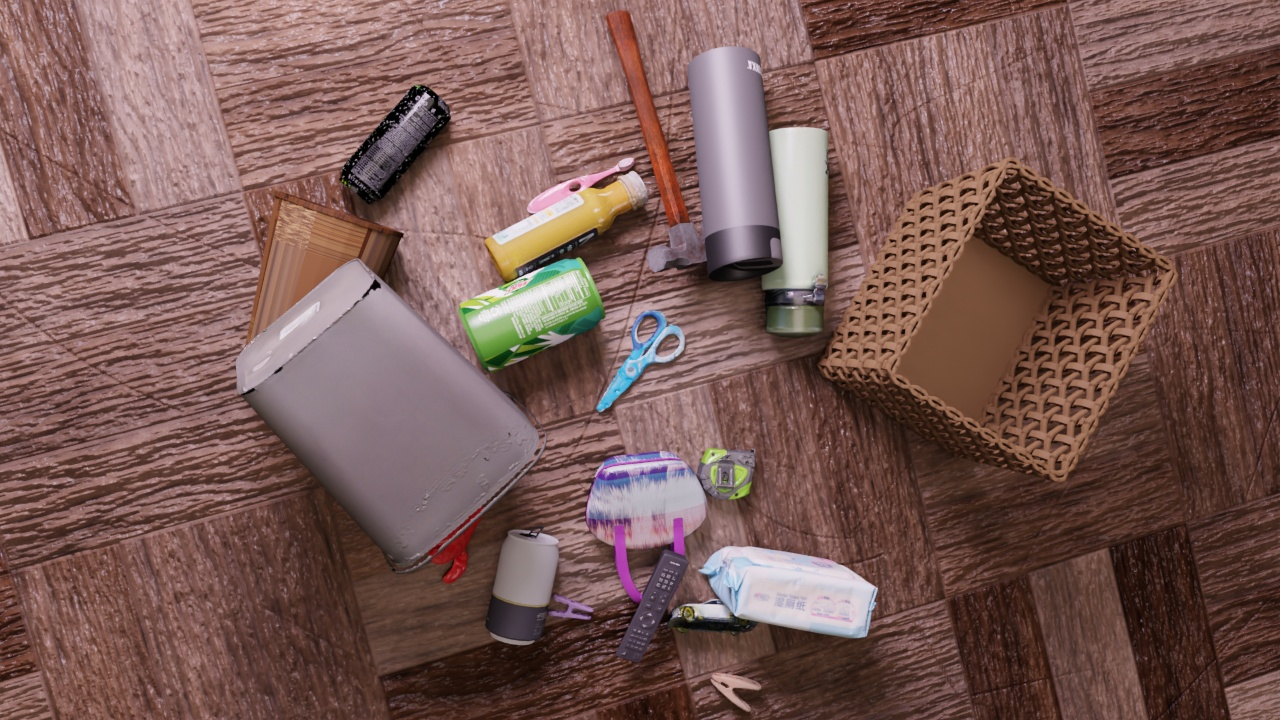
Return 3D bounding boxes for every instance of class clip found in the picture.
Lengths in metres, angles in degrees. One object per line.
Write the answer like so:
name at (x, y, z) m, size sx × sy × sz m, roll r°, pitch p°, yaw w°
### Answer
clip at (0.109, 0.389, 1.073) m, size 0.060 × 0.024 × 0.039 m, roll 11°, pitch 87°, yaw 2°
clip at (-0.083, 0.289, 1.049) m, size 0.052 × 0.014 × 0.041 m, roll 38°, pitch 86°, yaw -5°

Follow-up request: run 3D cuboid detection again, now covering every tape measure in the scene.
tape measure at (0.099, 0.131, 1.059) m, size 0.065 × 0.036 × 0.058 m, roll 1°, pitch 91°, yaw -9°

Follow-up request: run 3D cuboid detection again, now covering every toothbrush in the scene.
toothbrush at (-0.067, -0.199, 1.039) m, size 0.135 × 0.016 × 0.021 m, roll -27°, pitch 90°, yaw -7°

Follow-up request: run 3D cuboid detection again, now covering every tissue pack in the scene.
tissue pack at (0.164, 0.255, 1.033) m, size 0.182 × 0.112 × 0.070 m, roll 13°, pitch 91°, yaw -8°

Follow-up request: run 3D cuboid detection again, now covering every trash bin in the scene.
trash bin at (-0.245, 0.042, 0.874) m, size 0.197 × 0.197 × 0.220 m, roll -42°, pitch 118°, yaw -8°

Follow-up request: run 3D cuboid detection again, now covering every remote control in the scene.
remote control at (0.012, 0.275, 1.025) m, size 0.032 × 0.015 × 0.136 m, roll 22°, pitch 102°, yaw -15°

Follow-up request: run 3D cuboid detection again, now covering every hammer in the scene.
hammer at (0.016, -0.247, 1.026) m, size 0.110 × 0.028 × 0.300 m, roll -12°, pitch 84°, yaw -45°

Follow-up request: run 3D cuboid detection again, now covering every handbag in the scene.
handbag at (0.007, 0.194, 1.040) m, size 0.144 × 0.068 × 0.170 m, roll -5°, pitch 98°, yaw -9°

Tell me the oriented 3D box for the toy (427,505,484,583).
toy at (-0.228, 0.180, 1.012) m, size 0.087 × 0.094 × 0.133 m, roll -44°, pitch 127°, yaw -44°

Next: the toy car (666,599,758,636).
toy car at (0.083, 0.294, 1.056) m, size 0.105 × 0.048 × 0.033 m, roll 5°, pitch 58°, yaw -10°

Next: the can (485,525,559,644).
can at (-0.129, 0.244, 1.015) m, size 0.064 × 0.064 × 0.127 m, roll 12°, pitch 89°, yaw -8°

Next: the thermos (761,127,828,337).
thermos at (0.177, -0.141, 1.042) m, size 0.082 × 0.082 × 0.231 m, roll 0°, pitch 91°, yaw -8°

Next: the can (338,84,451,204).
can at (-0.264, -0.234, 0.991) m, size 0.054 × 0.054 × 0.137 m, roll 40°, pitch 86°, yaw -7°

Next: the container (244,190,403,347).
container at (-0.336, -0.074, 0.953) m, size 0.132 × 0.132 × 0.167 m, roll 18°, pitch 94°, yaw -8°

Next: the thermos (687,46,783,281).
thermos at (0.103, -0.213, 1.009) m, size 0.082 × 0.082 × 0.240 m, roll -4°, pitch 81°, yaw -8°

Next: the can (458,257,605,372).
can at (-0.118, -0.051, 1.001) m, size 0.144 × 0.083 × 0.083 m, roll -24°, pitch 94°, yaw -7°

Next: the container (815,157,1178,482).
container at (0.372, -0.040, 1.004) m, size 0.219 × 0.214 × 0.251 m, roll 30°, pitch 87°, yaw -8°

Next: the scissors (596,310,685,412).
scissors at (-0.006, 0.006, 1.056) m, size 0.066 × 0.015 × 0.135 m, roll 39°, pitch 88°, yaw -7°

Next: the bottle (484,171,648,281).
bottle at (-0.079, -0.152, 1.019) m, size 0.186 × 0.053 × 0.053 m, roll -29°, pitch 95°, yaw -10°
